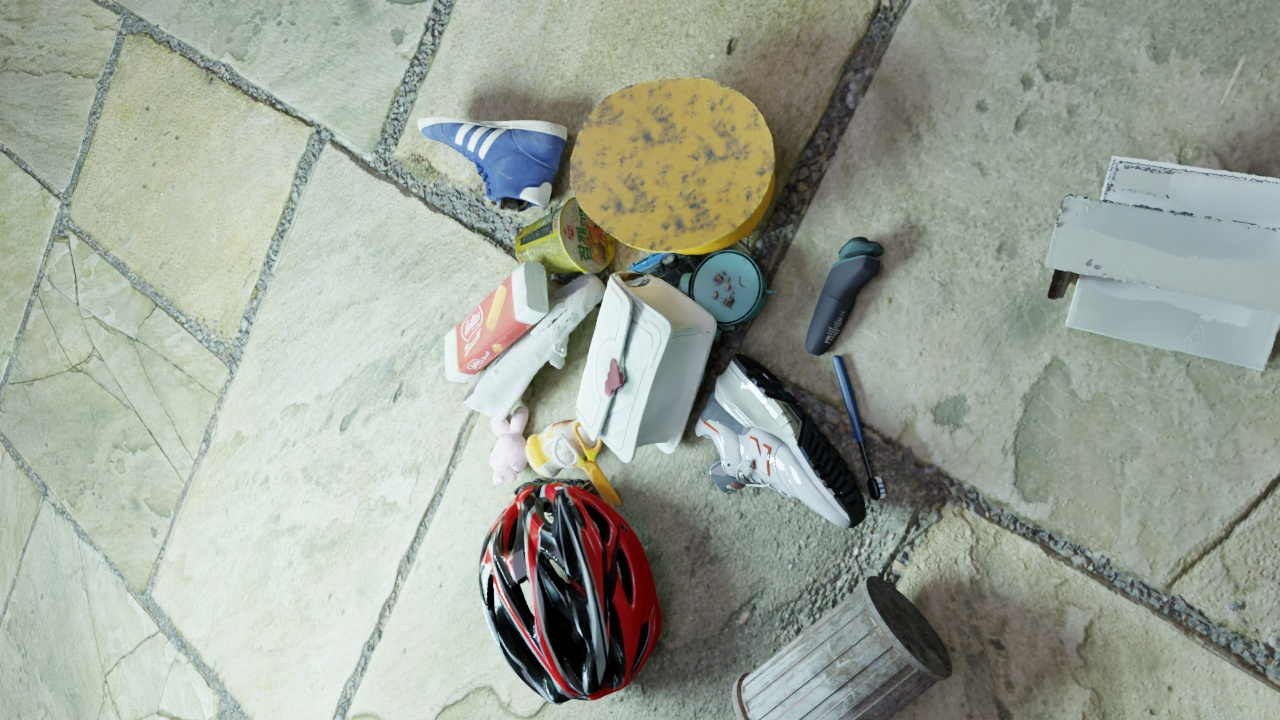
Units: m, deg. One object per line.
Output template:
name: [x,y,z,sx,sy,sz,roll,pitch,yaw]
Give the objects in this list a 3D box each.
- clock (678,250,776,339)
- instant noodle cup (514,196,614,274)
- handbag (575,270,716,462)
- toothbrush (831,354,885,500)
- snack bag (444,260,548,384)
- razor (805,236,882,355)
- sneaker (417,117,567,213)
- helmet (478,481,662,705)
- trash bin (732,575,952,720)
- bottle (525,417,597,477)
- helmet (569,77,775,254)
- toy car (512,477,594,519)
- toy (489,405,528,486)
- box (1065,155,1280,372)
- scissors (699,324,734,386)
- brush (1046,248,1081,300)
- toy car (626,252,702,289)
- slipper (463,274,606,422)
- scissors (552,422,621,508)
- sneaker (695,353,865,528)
clock: [0.095,-0.076,1.093,0.124,0.053,0.090,-28,72,21]
instant noodle cup: [-0.104,-0.153,1.199,0.108,0.102,0.102,-10,82,42]
handbag: [-0.007,0.006,1.098,0.142,0.096,0.199,38,125,38]
toothbrush: [0.242,0.073,1.023,0.014,0.014,0.167,-38,62,59]
snack bag: [-0.197,-0.048,1.230,0.226,0.041,0.077,-33,54,41]
razor: [0.224,-0.071,1.029,0.052,0.047,0.143,38,110,52]
sneaker: [-0.211,-0.267,1.273,0.233,0.091,0.118,8,93,22]
helmet: [-0.098,0.281,1.120,0.218,0.166,0.272,-30,76,23]
trash bin: [0.204,0.341,0.966,0.211,0.130,0.131,-46,66,18]
bottle: [-0.094,0.105,1.193,0.108,0.063,0.063,-30,72,10]
helmet: [0.057,-0.210,1.080,0.256,0.131,0.205,22,89,30]
toy car: [-0.112,0.183,1.207,0.112,0.047,0.047,-2,101,26]
toy: [-0.177,0.117,1.251,0.064,0.047,0.109,-22,59,37]
box: [0.573,-0.084,0.960,0.169,0.403,0.172,18,96,29]
scissors: [0.053,-0.028,1.143,0.135,0.015,0.135,4,89,33]
brush: [0.405,-0.081,0.863,0.008,0.142,0.045,18,104,31]
toy car: [0.022,-0.107,1.144,0.120,0.056,0.043,-25,45,22]
slipper: [-0.133,-0.015,1.214,0.247,0.074,0.112,-48,30,13]
scissors: [-0.065,0.142,1.166,0.070,0.013,0.130,-27,103,-5]
sneaker: [0.144,0.115,1.046,0.124,0.088,0.239,-47,58,25]
